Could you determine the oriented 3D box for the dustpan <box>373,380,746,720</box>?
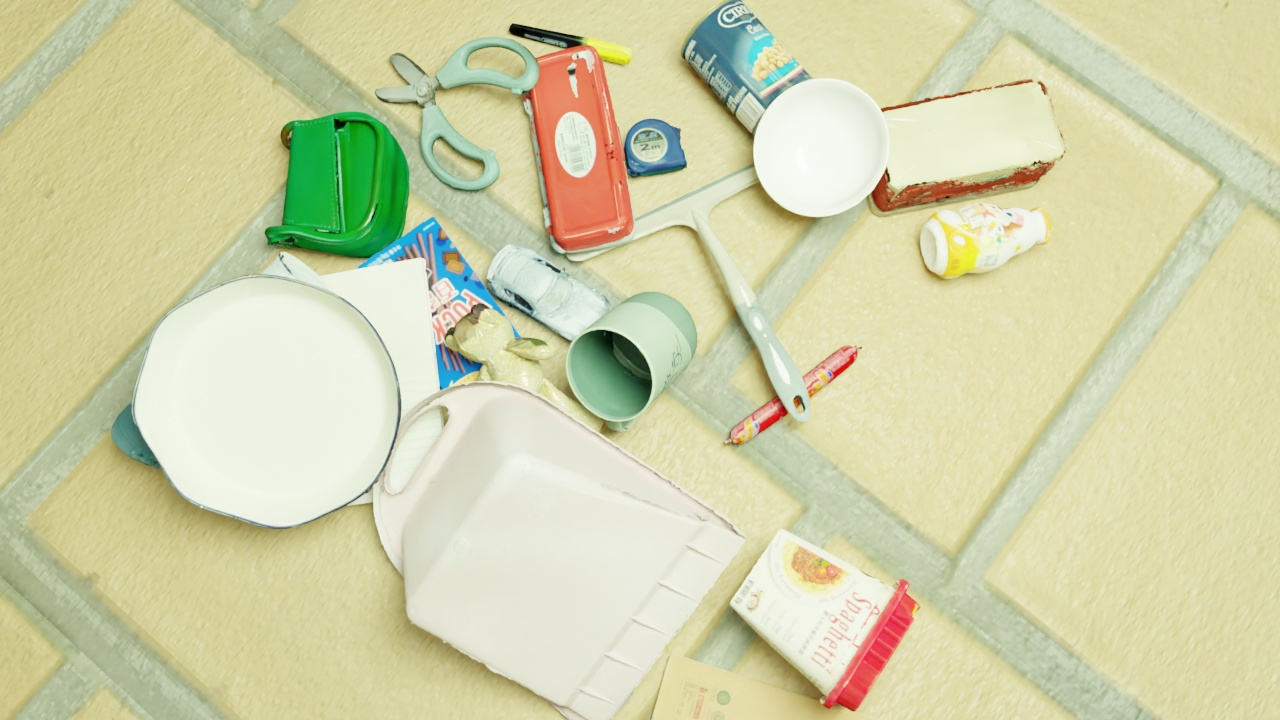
[{"bbox_3d":[-0.085,0.143,0.769,0.273,0.138,0.223,33,100,-23],"label":"dustpan"}]

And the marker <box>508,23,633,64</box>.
[{"bbox_3d":[-0.069,-0.310,0.895,0.124,0.018,0.015,14,73,3],"label":"marker"}]

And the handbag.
[{"bbox_3d":[-0.279,-0.161,0.845,0.120,0.068,0.131,2,80,8],"label":"handbag"}]

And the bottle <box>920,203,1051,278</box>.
[{"bbox_3d":[0.314,-0.113,0.836,0.108,0.063,0.063,-11,79,-3],"label":"bottle"}]

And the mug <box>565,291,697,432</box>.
[{"bbox_3d":[-0.005,0.005,0.789,0.082,0.106,0.112,15,118,19],"label":"mug"}]

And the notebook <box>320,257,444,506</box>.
[{"bbox_3d":[-0.251,0.022,0.814,0.150,0.012,0.209,-10,83,7],"label":"notebook"}]

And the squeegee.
[{"bbox_3d":[0.090,-0.056,0.824,0.246,0.039,0.246,-25,75,-5],"label":"squeegee"}]

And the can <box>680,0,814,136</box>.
[{"bbox_3d":[0.101,-0.272,0.860,0.075,0.075,0.111,-38,82,-8],"label":"can"}]

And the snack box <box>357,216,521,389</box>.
[{"bbox_3d":[-0.179,-0.046,0.837,0.084,0.026,0.157,-36,81,-7],"label":"snack box"}]

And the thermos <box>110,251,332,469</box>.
[{"bbox_3d":[-0.362,0.002,0.793,0.220,0.070,0.070,-43,82,3],"label":"thermos"}]

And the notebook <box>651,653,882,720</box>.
[{"bbox_3d":[0.103,0.350,0.769,0.208,0.008,0.147,17,80,3],"label":"notebook"}]

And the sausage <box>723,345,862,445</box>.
[{"bbox_3d":[0.139,0.032,0.828,0.155,0.020,0.020,-36,81,-7],"label":"sausage"}]

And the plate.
[{"bbox_3d":[-0.296,0.032,0.746,0.205,0.045,0.205,-1,99,-5],"label":"plate"}]

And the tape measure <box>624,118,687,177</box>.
[{"bbox_3d":[0.012,-0.201,0.871,0.058,0.025,0.054,-10,77,-6],"label":"tape measure"}]

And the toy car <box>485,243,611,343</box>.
[{"bbox_3d":[-0.083,-0.059,0.837,0.120,0.037,0.054,32,80,3],"label":"toy car"}]

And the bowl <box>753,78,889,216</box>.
[{"bbox_3d":[0.167,-0.190,0.828,0.118,0.064,0.118,4,101,21],"label":"bowl"}]

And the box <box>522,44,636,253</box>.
[{"bbox_3d":[-0.060,-0.196,0.859,0.087,0.048,0.201,-13,74,6],"label":"box"}]

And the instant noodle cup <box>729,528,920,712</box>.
[{"bbox_3d":[0.146,0.207,0.751,0.124,0.117,0.116,32,80,17],"label":"instant noodle cup"}]

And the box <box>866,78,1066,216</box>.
[{"bbox_3d":[0.294,-0.196,0.844,0.168,0.079,0.091,-12,78,-2],"label":"box"}]

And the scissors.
[{"bbox_3d":[-0.166,-0.255,0.867,0.178,0.019,0.174,-43,77,11],"label":"scissors"}]

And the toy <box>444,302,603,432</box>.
[{"bbox_3d":[-0.098,0.016,0.794,0.157,0.105,0.066,46,37,-13],"label":"toy"}]
